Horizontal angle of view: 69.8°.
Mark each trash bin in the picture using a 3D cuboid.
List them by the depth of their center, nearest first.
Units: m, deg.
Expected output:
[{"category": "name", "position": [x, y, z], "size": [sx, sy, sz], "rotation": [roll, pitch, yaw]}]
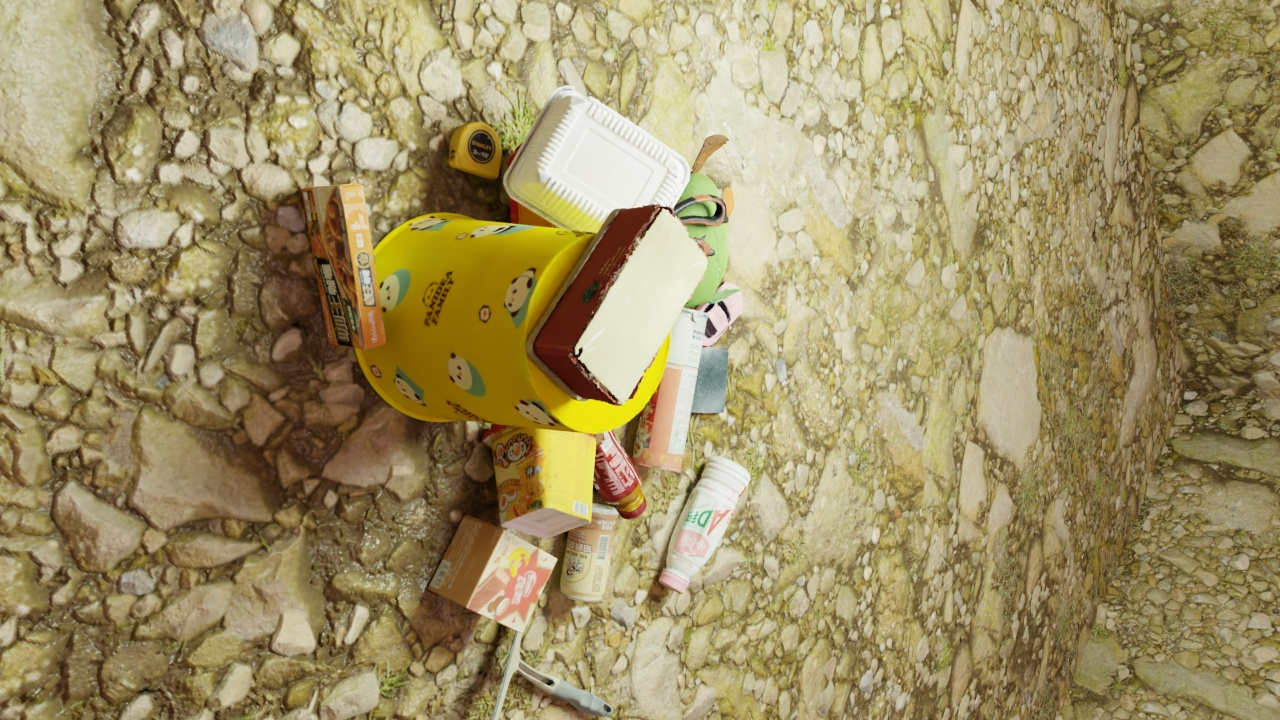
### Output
[{"category": "trash bin", "position": [-0.123, -0.036, 0.917], "size": [0.229, 0.256, 0.229], "rotation": [-7, 100, -45]}]

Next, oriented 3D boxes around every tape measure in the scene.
[{"category": "tape measure", "position": [-0.180, -0.228, 0.994], "size": [0.060, 0.029, 0.057], "rotation": [8, 91, -46]}]

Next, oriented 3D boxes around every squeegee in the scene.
[{"category": "squeegee", "position": [-0.109, 0.405, 1.150], "size": [0.246, 0.039, 0.245], "rotation": [49, 45, -45]}]

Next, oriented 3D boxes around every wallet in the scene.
[{"category": "wallet", "position": [0.085, 0.027, 1.309], "size": [0.120, 0.019, 0.097], "rotation": [5, 91, -47]}]

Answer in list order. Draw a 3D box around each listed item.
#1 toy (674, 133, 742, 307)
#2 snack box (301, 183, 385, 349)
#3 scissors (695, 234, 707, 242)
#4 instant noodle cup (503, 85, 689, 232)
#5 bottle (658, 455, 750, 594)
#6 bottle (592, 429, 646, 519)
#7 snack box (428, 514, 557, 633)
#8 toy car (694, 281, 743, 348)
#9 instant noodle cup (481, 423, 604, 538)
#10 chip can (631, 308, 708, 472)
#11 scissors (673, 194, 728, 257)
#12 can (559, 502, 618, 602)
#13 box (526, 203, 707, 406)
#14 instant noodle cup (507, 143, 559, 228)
[{"category": "toy", "position": [0.061, -0.160, 1.174], "size": [0.226, 0.090, 0.247], "rotation": [-44, 143, -28]}, {"category": "snack box", "position": [-0.283, -0.090, 0.875], "size": [0.026, 0.075, 0.154], "rotation": [-18, 108, -44]}, {"category": "scissors", "position": [-0.019, -0.073, 1.089], "size": [0.224, 0.021, 0.221], "rotation": [-23, 159, -9]}, {"category": "instant noodle cup", "position": [-0.038, -0.193, 0.952], "size": [0.173, 0.060, 0.138], "rotation": [30, 85, -15]}, {"category": "bottle", "position": [0.086, 0.235, 1.307], "size": [0.068, 0.068, 0.196], "rotation": [42, 71, -40]}, {"category": "bottle", "position": [-0.043, 0.129, 1.163], "size": [0.057, 0.058, 0.175], "rotation": [-47, 126, -31]}, {"category": "snack box", "position": [-0.166, 0.241, 1.039], "size": [0.094, 0.077, 0.092], "rotation": [41, 67, -41]}, {"category": "toy car", "position": [0.108, -0.066, 1.298], "size": [0.122, 0.037, 0.056], "rotation": [-46, 114, -33]}, {"category": "instant noodle cup", "position": [-0.108, 0.126, 1.034], "size": [0.116, 0.116, 0.123], "rotation": [28, 47, -44]}, {"category": "chip can", "position": [0.039, 0.038, 1.223], "size": [0.071, 0.071, 0.214], "rotation": [11, 88, -46]}, {"category": "scissors", "position": [0.018, -0.139, 1.060], "size": [0.206, 0.015, 0.195], "rotation": [-44, 140, -13]}, {"category": "can", "position": [-0.065, 0.240, 1.155], "size": [0.058, 0.059, 0.116], "rotation": [12, 87, -46]}, {"category": "box", "position": [-0.010, -0.047, 0.789], "size": [0.091, 0.079, 0.168], "rotation": [47, 63, -37]}, {"category": "instant noodle cup", "position": [-0.074, -0.194, 1.055], "size": [0.124, 0.116, 0.117], "rotation": [-16, 107, -55]}]
